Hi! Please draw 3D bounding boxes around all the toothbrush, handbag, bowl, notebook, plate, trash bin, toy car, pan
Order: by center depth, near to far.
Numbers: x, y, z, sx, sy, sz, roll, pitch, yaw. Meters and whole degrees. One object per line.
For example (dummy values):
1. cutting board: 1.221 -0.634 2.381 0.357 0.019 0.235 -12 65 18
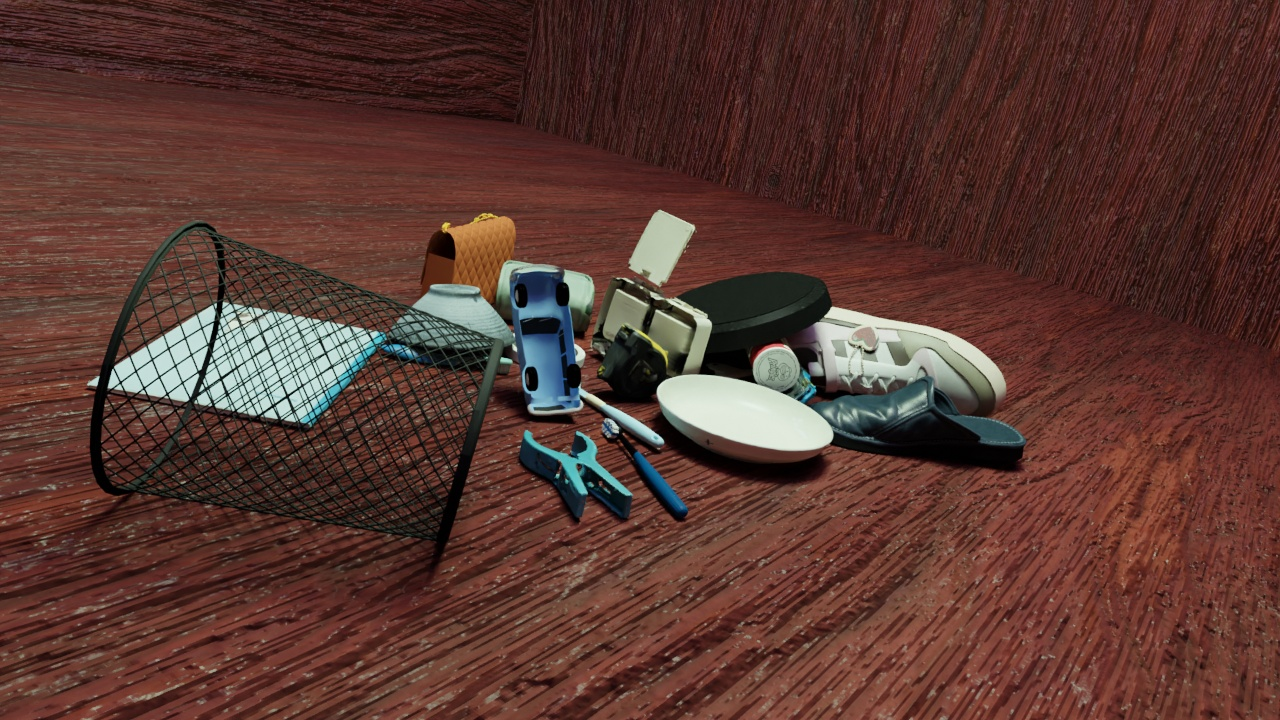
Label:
1. trash bin: -0.212 0.027 0.615 0.210 0.184 0.184 16 17 -9
2. toothbrush: 0.002 0.092 0.810 0.014 0.014 0.167 16 15 -29
3. notebook: -0.357 -0.003 0.860 0.181 0.009 0.253 11 18 -5
4. toy car: -0.095 -0.019 0.903 0.056 0.153 0.055 -4 -14 -21
5. toothbrush: -0.028 0.051 0.914 0.022 0.016 0.155 -35 41 -23
6. plate: 0.102 0.064 0.934 0.182 0.034 0.182 12 18 -4
7. toothbrush: -0.202 -0.001 0.959 0.135 0.017 0.022 7 19 -10
8. bowl: -0.203 -0.052 1.001 0.137 0.057 0.137 5 11 -1
9. toy car: 0.178 0.038 1.053 0.032 0.048 0.105 48 11 -7
10. handbag: -0.221 -0.124 1.163 0.060 0.109 0.171 17 18 12
11. handbag: -0.122 -0.082 1.176 0.122 0.067 0.106 11 19 -8
12. pan: 0.079 -0.069 1.181 0.224 0.034 0.357 -26 22 -33

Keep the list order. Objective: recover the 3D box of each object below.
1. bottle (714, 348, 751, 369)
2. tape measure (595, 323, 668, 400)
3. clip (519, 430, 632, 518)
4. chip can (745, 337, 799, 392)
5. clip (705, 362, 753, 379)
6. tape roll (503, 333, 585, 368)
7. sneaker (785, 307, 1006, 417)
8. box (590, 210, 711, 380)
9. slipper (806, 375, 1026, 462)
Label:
1. bottle: 0.110 -0.017 1.204 0.106 0.025 0.025 28 23 38
2. tape measure: -0.006 0.006 0.977 0.072 0.071 0.042 27 3 -39
3. clip: -0.072 0.089 0.753 0.120 0.030 0.130 13 16 -15
4. chip can: 0.151 -0.022 1.119 0.052 0.052 0.214 12 18 -4
5. clip: 0.106 0.013 1.084 0.059 0.052 0.101 40 29 30
6. tape roll: -0.110 -0.010 1.049 0.093 0.013 0.093 12 17 -4
7. sneaker: 0.298 0.016 1.144 0.294 0.112 0.116 22 41 21
8. box: 0.028 -0.067 1.043 0.143 0.184 0.044 32 21 35
9. slipper: 0.312 0.054 1.033 0.265 0.083 0.108 5 20 -8
